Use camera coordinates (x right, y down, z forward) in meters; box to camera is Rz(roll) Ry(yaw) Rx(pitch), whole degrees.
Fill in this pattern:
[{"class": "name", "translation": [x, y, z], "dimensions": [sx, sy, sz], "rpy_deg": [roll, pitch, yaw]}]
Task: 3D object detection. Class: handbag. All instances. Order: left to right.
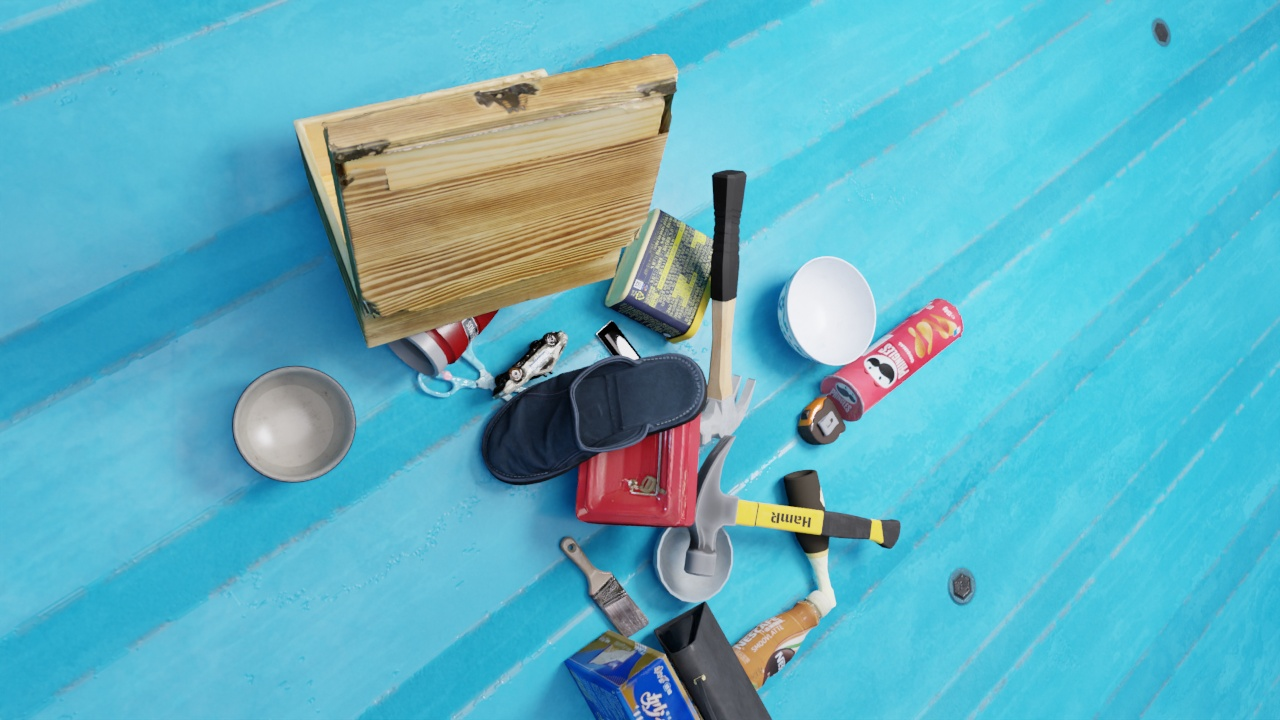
[{"class": "handbag", "translation": [0.087, 0.379, 1.005], "dimensions": [0.072, 0.196, 0.175], "rpy_deg": [-30, 87, 1]}]

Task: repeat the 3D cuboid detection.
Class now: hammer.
[{"class": "hammer", "translation": [0.099, -0.061, 1.102], "dimensions": [0.130, 0.039, 0.329], "rpy_deg": [-26, 124, -50]}, {"class": "hammer", "translation": [0.201, 0.197, 1.157], "dimensions": [0.324, 0.034, 0.169], "rpy_deg": [12, 82, -26]}]

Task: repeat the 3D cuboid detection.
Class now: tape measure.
[{"class": "tape measure", "translation": [0.245, 0.085, 1.239], "dimensions": [0.058, 0.038, 0.058], "rpy_deg": [-33, 99, -26]}]

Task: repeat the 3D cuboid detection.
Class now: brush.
[{"class": "brush", "translation": [-0.045, 0.268, 1.088], "dimensions": [0.038, 0.012, 0.151], "rpy_deg": [-41, 102, -24]}]

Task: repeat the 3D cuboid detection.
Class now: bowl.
[{"class": "bowl", "translation": [-0.353, 0.066, 0.931], "dimensions": [0.115, 0.059, 0.115], "rpy_deg": [3, 83, -26]}, {"class": "bowl", "translation": [0.059, 0.241, 1.128], "dimensions": [0.106, 0.039, 0.106], "rpy_deg": [3, 83, -26]}, {"class": "bowl", "translation": [0.235, -0.061, 1.230], "dimensions": [0.143, 0.074, 0.144], "rpy_deg": [3, 83, -26]}]

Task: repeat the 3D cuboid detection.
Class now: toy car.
[{"class": "toy car", "translation": [-0.125, 0.009, 1.052], "dimensions": [0.040, 0.049, 0.112], "rpy_deg": [49, 59, -10]}]

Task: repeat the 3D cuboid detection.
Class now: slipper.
[{"class": "slipper", "translation": [-0.062, 0.055, 0.993], "dimensions": [0.266, 0.083, 0.109], "rpy_deg": [-19, 75, 12]}]

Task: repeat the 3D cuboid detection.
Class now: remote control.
[{"class": "remote control", "translation": [-0.007, 0.007, 1.137], "dimensions": [0.028, 0.012, 0.124], "rpy_deg": [-43, 103, -24]}]

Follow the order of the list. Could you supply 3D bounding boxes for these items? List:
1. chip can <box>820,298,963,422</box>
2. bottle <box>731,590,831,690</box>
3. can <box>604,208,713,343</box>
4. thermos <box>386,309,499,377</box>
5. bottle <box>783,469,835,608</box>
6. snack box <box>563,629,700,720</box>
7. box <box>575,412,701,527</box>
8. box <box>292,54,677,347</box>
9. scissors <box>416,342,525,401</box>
[{"class": "chip can", "translation": [0.357, -0.004, 1.287], "dimensions": [0.232, 0.073, 0.073], "rpy_deg": [-33, 99, -26]}, {"class": "bottle", "translation": [0.175, 0.352, 1.162], "dimensions": [0.166, 0.059, 0.059], "rpy_deg": [-32, 99, -26]}, {"class": "can", "translation": [0.031, -0.105, 1.135], "dimensions": [0.104, 0.075, 0.135], "rpy_deg": [26, 73, -19]}, {"class": "thermos", "translation": [-0.200, -0.084, 1.014], "dimensions": [0.108, 0.084, 0.198], "rpy_deg": [29, 63, 15]}, {"class": "bottle", "translation": [0.230, 0.238, 1.210], "dimensions": [0.045, 0.045, 0.184], "rpy_deg": [-15, 94, -27]}, {"class": "snack box", "translation": [0.013, 0.415, 1.020], "dimensions": [0.069, 0.155, 0.203], "rpy_deg": [-31, 98, -25]}, {"class": "box", "translation": [0.000, 0.113, 1.056], "dimensions": [0.097, 0.130, 0.157], "rpy_deg": [34, 59, -67]}, {"class": "box", "translation": [-0.156, -0.192, 0.843], "dimensions": [0.278, 0.337, 0.286], "rpy_deg": [-18, 68, -20]}, {"class": "scissors", "translation": [-0.183, 0.008, 1.053], "dimensions": [0.142, 0.015, 0.095], "rpy_deg": [14, 77, -30]}]
